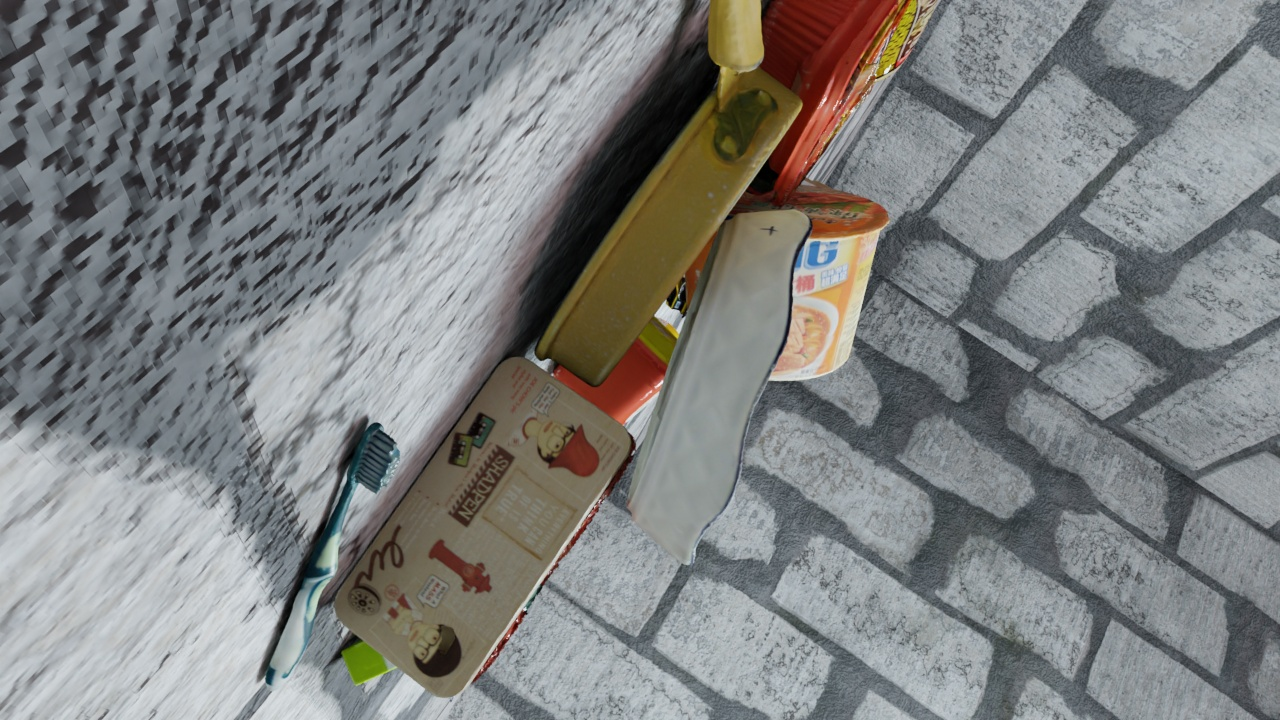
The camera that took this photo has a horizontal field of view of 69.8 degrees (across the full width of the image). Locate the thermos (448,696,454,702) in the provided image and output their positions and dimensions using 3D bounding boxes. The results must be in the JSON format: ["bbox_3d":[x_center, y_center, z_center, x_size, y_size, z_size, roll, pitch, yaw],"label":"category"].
[{"bbox_3d":[-0.141,0.220,0.898,0.219,0.070,0.070,-53,174,-27],"label":"thermos"}]

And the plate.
[{"bbox_3d":[0.039,0.009,0.519,0.205,0.045,0.205,178,-70,-89],"label":"plate"}]

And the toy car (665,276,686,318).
[{"bbox_3d":[0.074,-0.112,0.912,0.155,0.041,0.071,-56,177,-21],"label":"toy car"}]

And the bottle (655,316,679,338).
[{"bbox_3d":[-0.005,0.005,0.801,0.063,0.063,0.108,-59,174,33],"label":"bottle"}]

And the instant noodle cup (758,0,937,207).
[{"bbox_3d":[0.126,-0.203,0.585,0.188,0.079,0.165,-55,174,-17],"label":"instant noodle cup"}]

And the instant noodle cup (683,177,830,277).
[{"bbox_3d":[0.110,-0.108,0.794,0.109,0.138,0.137,-67,171,21],"label":"instant noodle cup"}]

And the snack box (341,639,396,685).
[{"bbox_3d":[-0.145,0.186,0.656,0.086,0.026,0.156,-24,174,0],"label":"snack box"}]

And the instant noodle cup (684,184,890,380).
[{"bbox_3d":[0.098,-0.059,0.671,0.151,0.151,0.111,-47,143,-60],"label":"instant noodle cup"}]

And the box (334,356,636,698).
[{"bbox_3d":[-0.078,0.091,0.508,0.168,0.091,0.078,-55,171,-3],"label":"box"}]

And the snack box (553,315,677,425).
[{"bbox_3d":[-0.012,0.005,0.657,0.080,0.082,0.091,-46,175,7],"label":"snack box"}]

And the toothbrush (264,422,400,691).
[{"bbox_3d":[-0.137,0.095,0.399,0.192,0.018,0.016,-59,174,34],"label":"toothbrush"}]

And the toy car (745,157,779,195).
[{"bbox_3d":[0.099,-0.174,0.671,0.120,0.053,0.045,-58,-161,-17],"label":"toy car"}]

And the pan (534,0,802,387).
[{"bbox_3d":[0.027,-0.116,0.432,0.197,0.078,0.358,-56,-178,-32],"label":"pan"}]
